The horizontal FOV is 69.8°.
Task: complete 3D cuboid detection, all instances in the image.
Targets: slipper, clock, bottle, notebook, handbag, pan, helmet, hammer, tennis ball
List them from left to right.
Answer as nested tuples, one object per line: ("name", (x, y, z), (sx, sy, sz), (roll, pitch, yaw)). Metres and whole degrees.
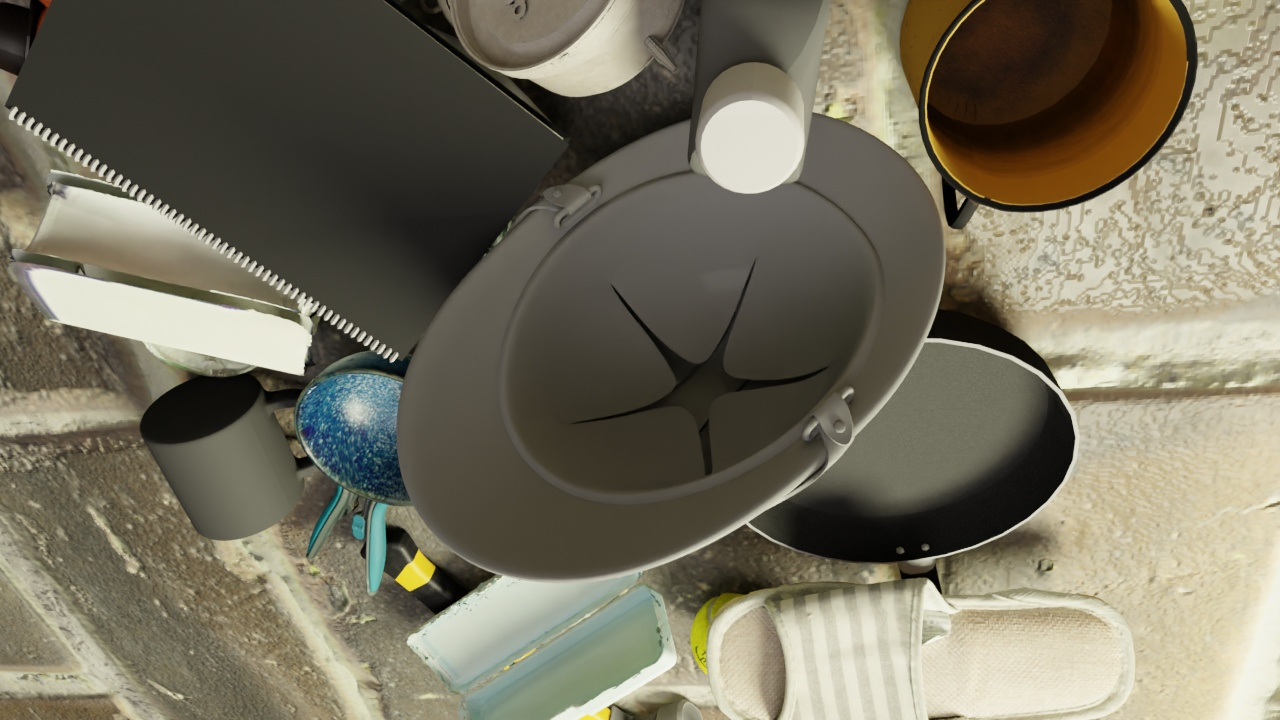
("handbag", (-0.266, -0.038, 0.550), (0.151, 0.073, 0.176), (13, 155, -15))
("notebook", (-0.159, -0.106, 0.416), (0.206, 0.016, 0.149), (35, 114, -17))
("hammer", (-0.106, 0.249, 0.766), (0.170, 0.034, 0.324), (-30, 115, 29))
("clock", (-0.043, -0.170, 0.412), (0.157, 0.061, 0.103), (11, 90, 36))
("helmet", (0.020, 0.005, 0.442), (0.183, 0.270, 0.118), (42, 163, 23))
("tennis ball", (0.070, 0.206, 0.679), (0.065, 0.065, 0.065), (5, 127, 6))
("bottle", (0.047, -0.121, 0.370), (0.046, 0.173, 0.084), (7, 127, 4))
("pan", (0.172, 0.102, 0.595), (0.204, 0.044, 0.356), (-11, 132, 16))
("slipper", (0.178, 0.192, 0.584), (0.273, 0.054, 0.114), (-1, 91, 2))

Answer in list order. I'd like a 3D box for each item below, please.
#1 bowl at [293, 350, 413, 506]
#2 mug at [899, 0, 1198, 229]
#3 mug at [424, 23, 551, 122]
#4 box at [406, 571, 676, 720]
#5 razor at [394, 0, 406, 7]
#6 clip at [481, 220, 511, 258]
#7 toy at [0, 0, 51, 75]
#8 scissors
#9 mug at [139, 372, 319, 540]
("bowl", (-0.156, 0.033, 0.592), (0.114, 0.060, 0.115), (6, 129, 7))
("mug", (0.162, -0.121, 0.400), (0.100, 0.093, 0.124), (17, 126, -4))
("mug", (-0.103, -0.116, 0.476), (0.089, 0.071, 0.107), (46, 148, -17))
("box", (-0.077, 0.215, 0.683), (0.198, 0.074, 0.126), (-37, 89, 17))
("razor", (-0.148, -0.217, 0.419), (0.116, 0.047, 0.088), (37, 124, -8))
("clip", (-0.089, -0.055, 0.536), (0.023, 0.042, 0.076), (8, 129, 1))
("toy", (-0.234, -0.133, 0.461), (0.176, 0.096, 0.112), (12, 131, -23))
("scissors", (-0.210, 0.113, 0.676), (0.125, 0.019, 0.156), (-11, 105, 24))
("mug", (-0.266, 0.059, 0.628), (0.113, 0.078, 0.088), (-17, 126, -11))
